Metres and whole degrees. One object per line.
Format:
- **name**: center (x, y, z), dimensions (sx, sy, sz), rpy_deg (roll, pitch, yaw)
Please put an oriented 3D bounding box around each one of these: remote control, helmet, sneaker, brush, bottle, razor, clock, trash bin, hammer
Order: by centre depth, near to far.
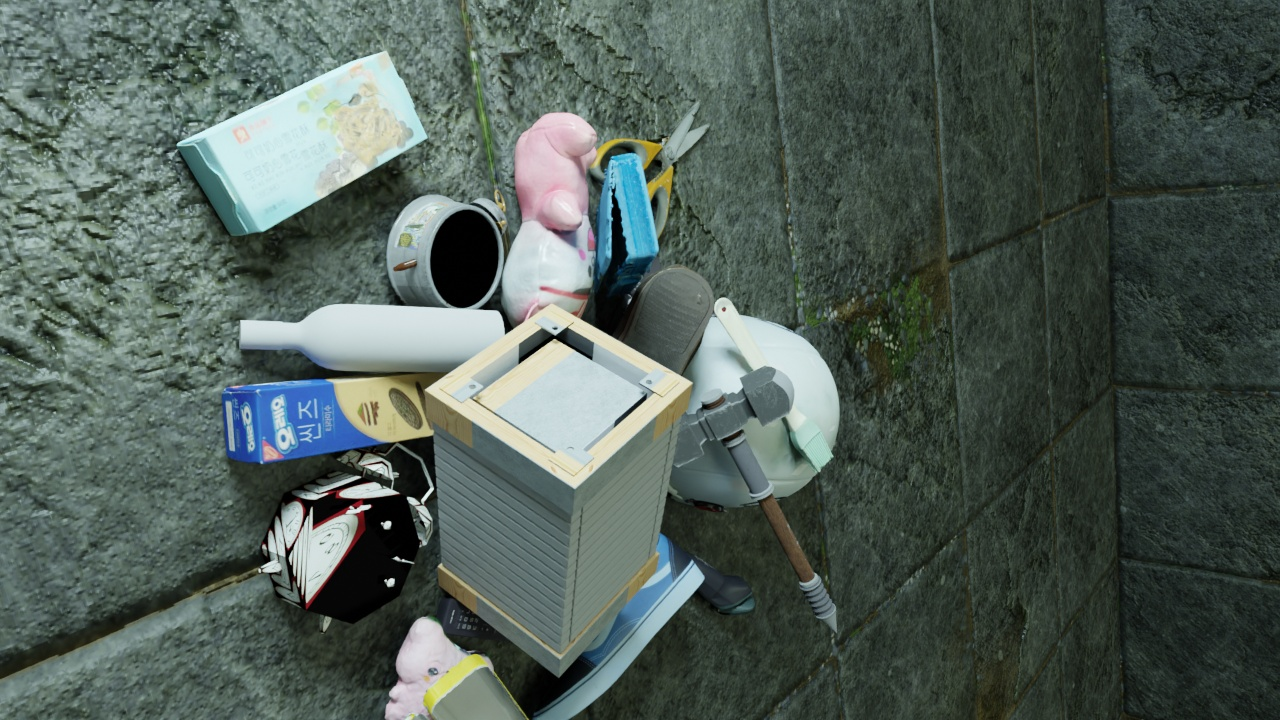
- **bottle**: center (-0.208, -0.017, 0.720), dimensions (0.195, 0.052, 0.052), rpy_deg (1, 91, -26)
- **clock**: center (-0.221, 0.135, 0.736), dimensions (0.154, 0.065, 0.115), rpy_deg (-52, 128, -32)
- **trash bin**: center (-0.071, 0.110, 0.768), dimensions (0.142, 0.142, 0.247), rpy_deg (-39, 149, -40)
- **clock**: center (-0.160, -0.099, 0.797), dimensions (0.147, 0.056, 0.104), rpy_deg (-55, 139, -31)
- **remote control**: center (-0.139, 0.249, 0.874), dimensions (0.136, 0.015, 0.032), rpy_deg (28, 71, -48)
- **sneaker**: center (-0.006, 0.006, 0.946), dimensions (0.119, 0.095, 0.235), rpy_deg (-78, -166, -79)
- **sneaker**: center (-0.042, 0.271, 0.958), dimensions (0.098, 0.084, 0.240), rpy_deg (47, 58, 3)
- **brush**: center (0.138, 0.026, 0.961), dimensions (0.033, 0.012, 0.217), rpy_deg (-41, 105, -24)
- **hammer**: center (0.144, 0.168, 0.971), dimensions (0.322, 0.156, 0.043), rpy_deg (61, 8, -19)
- **remote control**: center (-0.006, -0.068, 1.009), dimensions (0.046, 0.009, 0.124), rpy_deg (34, 67, -44)
- **helmet**: center (0.128, 0.060, 1.054), dimensions (0.263, 0.164, 0.236), rpy_deg (12, 82, -47)
- **razor**: center (0.088, 0.268, 1.113), dimensions (0.052, 0.047, 0.143), rpy_deg (-49, 127, -4)

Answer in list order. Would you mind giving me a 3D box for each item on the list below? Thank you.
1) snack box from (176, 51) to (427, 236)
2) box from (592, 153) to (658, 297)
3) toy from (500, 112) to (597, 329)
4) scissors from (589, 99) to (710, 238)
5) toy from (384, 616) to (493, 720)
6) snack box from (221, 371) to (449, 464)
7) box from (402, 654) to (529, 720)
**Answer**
- **snack box**: center (-0.250, -0.167, 0.696), dimensions (0.174, 0.053, 0.075), rpy_deg (-45, 123, -39)
- **box**: center (-0.025, -0.116, 0.851), dimensions (0.048, 0.231, 0.093), rpy_deg (-12, 89, -6)
- **toy**: center (-0.083, -0.114, 0.849), dimensions (0.142, 0.084, 0.213), rpy_deg (-126, -140, -86)
- **scissors**: center (0.016, -0.230, 1.019), dimensions (0.162, 0.016, 0.225), rpy_deg (47, 55, -36)
- **toy**: center (-0.182, 0.279, 0.800), dimensions (0.093, 0.050, 0.102), rpy_deg (-55, 126, -23)
- **snack box**: center (-0.221, 0.039, 0.736), dimensions (0.206, 0.057, 0.056), rpy_deg (-7, 97, -48)
- **box**: center (-0.153, 0.351, 0.810), dimensions (0.129, 0.039, 0.210), rpy_deg (-51, 145, -29)
